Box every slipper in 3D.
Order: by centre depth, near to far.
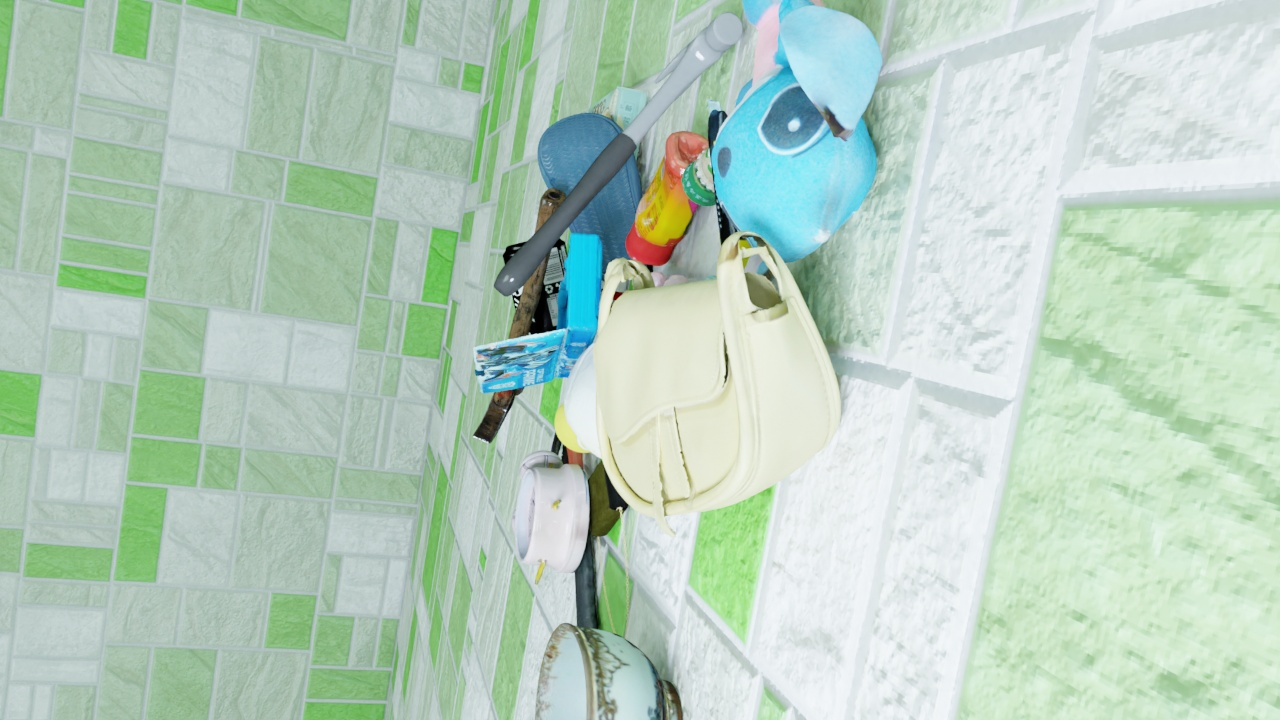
[{"bbox_3d":[-0.042,-0.181,1.001,0.213,0.104,0.059,69,-170,20],"label":"slipper"}]

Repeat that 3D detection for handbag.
[{"bbox_3d":[0.034,0.019,0.611,0.233,0.088,0.191,-1,109,65],"label":"handbag"},{"bbox_3d":[-0.026,0.194,0.921,0.084,0.027,0.177,121,146,-53],"label":"handbag"}]

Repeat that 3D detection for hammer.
[{"bbox_3d":[-0.027,-0.180,0.825,0.310,0.029,0.125,-51,13,-8],"label":"hammer"},{"bbox_3d":[-0.068,0.188,1.033,0.133,0.033,0.332,120,151,-45],"label":"hammer"},{"bbox_3d":[-0.135,-0.047,1.047,0.119,0.033,0.331,-71,1,-50],"label":"hammer"}]

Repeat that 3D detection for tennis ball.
[{"bbox_3d":[-0.061,0.068,1.002,0.065,0.065,0.065,-172,91,-72],"label":"tennis ball"}]

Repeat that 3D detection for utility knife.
[{"bbox_3d":[0.067,-0.117,0.688,0.029,0.020,0.174,155,110,-63],"label":"utility knife"}]

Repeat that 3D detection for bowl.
[{"bbox_3d":[-0.022,0.294,0.738,0.160,0.093,0.160,-173,91,-72],"label":"bowl"}]

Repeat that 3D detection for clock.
[{"bbox_3d":[-0.103,0.163,1.008,0.158,0.058,0.117,-133,52,-66],"label":"clock"}]

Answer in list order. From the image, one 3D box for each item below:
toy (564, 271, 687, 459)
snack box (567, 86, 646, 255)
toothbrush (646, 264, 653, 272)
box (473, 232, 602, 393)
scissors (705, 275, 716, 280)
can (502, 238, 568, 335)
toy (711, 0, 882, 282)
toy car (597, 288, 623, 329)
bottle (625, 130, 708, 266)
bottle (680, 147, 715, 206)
[{"bbox_3d":[-0.005,0.005,0.823,0.139,0.101,0.179,8,75,66],"label":"toy"},{"bbox_3d":[-0.042,-0.217,1.103,0.141,0.044,0.193,-161,79,-73],"label":"snack box"},{"bbox_3d":[0.005,-0.059,0.941,0.017,0.014,0.188,18,100,64],"label":"toothbrush"},{"bbox_3d":[-0.105,-0.036,0.911,0.244,0.113,0.114,124,148,-76],"label":"box"},{"bbox_3d":[0.076,-0.046,0.721,0.113,0.012,0.130,131,141,-54],"label":"scissors"},{"bbox_3d":[-0.121,-0.079,1.161,0.080,0.080,0.146,-154,51,-71],"label":"can"},{"bbox_3d":[0.090,-0.142,0.595,0.225,0.099,0.191,105,169,-51],"label":"toy"},{"bbox_3d":[-0.033,-0.052,1.014,0.090,0.038,0.025,128,143,-57],"label":"toy car"},{"bbox_3d":[0.027,-0.145,0.857,0.135,0.048,0.071,120,153,-48],"label":"bottle"},{"bbox_3d":[0.072,-0.163,0.738,0.110,0.042,0.042,147,129,-65],"label":"bottle"}]
